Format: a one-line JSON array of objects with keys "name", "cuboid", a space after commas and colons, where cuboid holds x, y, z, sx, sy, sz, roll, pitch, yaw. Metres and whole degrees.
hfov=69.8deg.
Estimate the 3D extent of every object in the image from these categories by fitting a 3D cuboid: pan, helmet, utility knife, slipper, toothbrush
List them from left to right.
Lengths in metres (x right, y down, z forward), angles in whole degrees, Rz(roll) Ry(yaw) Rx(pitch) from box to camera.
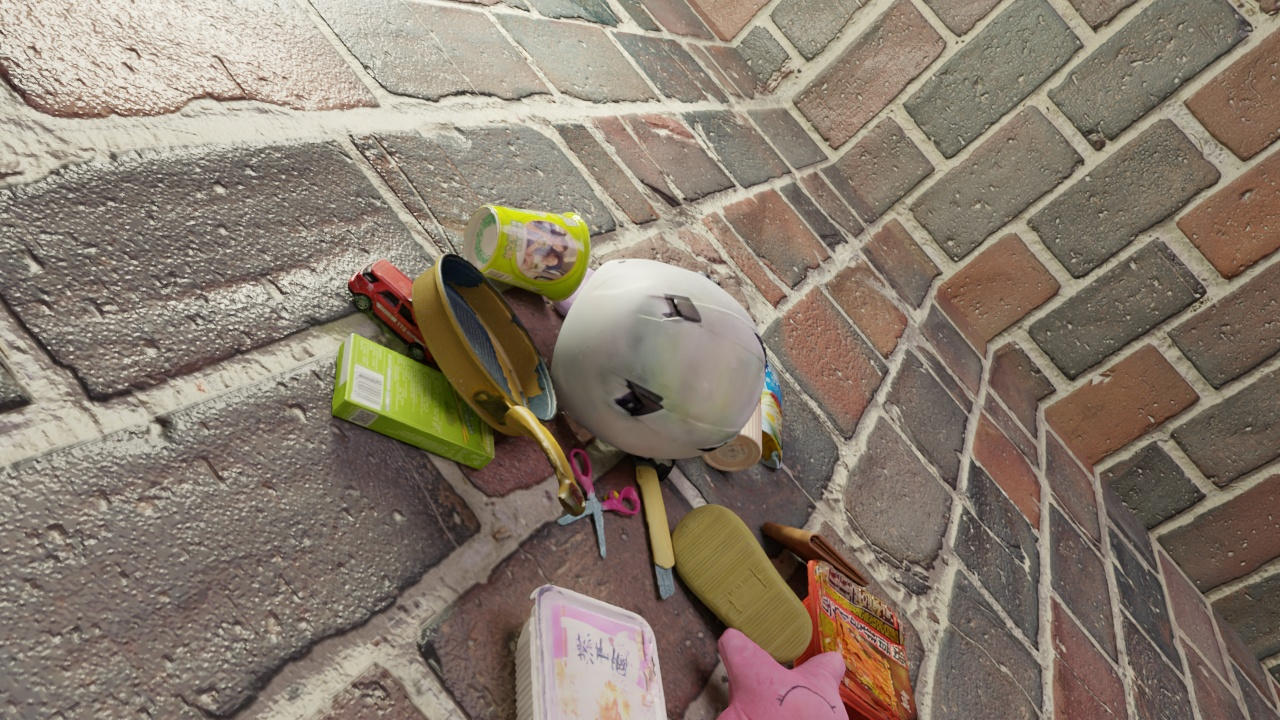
[{"name": "pan", "cuboid": [-0.120, 0.025, 0.858, 0.198, 0.078, 0.357, 49, 13, -40]}, {"name": "utility knife", "cuboid": [0.018, 0.180, 1.009, 0.031, 0.020, 0.187, 12, 35, -22]}, {"name": "helmet", "cuboid": [0.042, 0.008, 1.007, 0.258, 0.229, 0.146, 27, -3, -26]}, {"name": "toothbrush", "cuboid": [0.049, 0.107, 1.155, 0.018, 0.014, 0.188, 29, 25, 7]}, {"name": "slipper", "cuboid": [0.107, 0.249, 1.005, 0.190, 0.091, 0.082, 50, -13, 21]}]

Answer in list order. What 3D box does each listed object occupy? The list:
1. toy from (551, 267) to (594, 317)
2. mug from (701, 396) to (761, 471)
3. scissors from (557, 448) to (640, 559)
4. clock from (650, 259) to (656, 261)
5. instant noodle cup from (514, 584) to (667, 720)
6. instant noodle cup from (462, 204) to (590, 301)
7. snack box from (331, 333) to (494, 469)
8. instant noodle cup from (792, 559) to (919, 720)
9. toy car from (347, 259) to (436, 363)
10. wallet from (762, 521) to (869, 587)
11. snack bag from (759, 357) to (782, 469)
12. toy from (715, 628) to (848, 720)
[{"name": "toy", "cuboid": [-0.086, -0.092, 1.185, 0.084, 0.039, 0.107, 21, 40, -18]}, {"name": "mug", "cuboid": [0.107, 0.073, 1.197, 0.114, 0.082, 0.105, 33, 38, -25]}, {"name": "scissors", "cuboid": [-0.049, 0.145, 0.965, 0.133, 0.017, 0.131, -14, 68, -56]}, {"name": "clock", "cuboid": [0.029, -0.104, 1.345, 0.082, 0.055, 0.121, 40, 27, -16]}, {"name": "instant noodle cup", "cuboid": [-0.046, 0.283, 0.747, 0.138, 0.060, 0.173, 29, 32, -33]}, {"name": "instant noodle cup", "cuboid": [-0.141, -0.135, 1.096, 0.123, 0.112, 0.111, 9, 47, -40]}, {"name": "snack box", "cuboid": [-0.208, 0.040, 0.855, 0.156, 0.026, 0.085, 27, 35, -35]}, {"name": "instant noodle cup", "cuboid": [0.241, 0.343, 1.062, 0.164, 0.079, 0.188, 38, 28, -19]}, {"name": "toy car", "cuboid": [-0.234, -0.050, 0.913, 0.120, 0.045, 0.052, 45, 29, -11]}, {"name": "wallet", "cuboid": [0.221, 0.244, 1.156, 0.115, 0.101, 0.020, 40, 73, -20]}, {"name": "snack bag", "cuboid": [0.184, 0.061, 1.345, 0.110, 0.039, 0.190, 50, 31, -29]}, {"name": "toy", "cuboid": [0.148, 0.365, 0.897, 0.194, 0.075, 0.178, 21, 59, -22]}]
